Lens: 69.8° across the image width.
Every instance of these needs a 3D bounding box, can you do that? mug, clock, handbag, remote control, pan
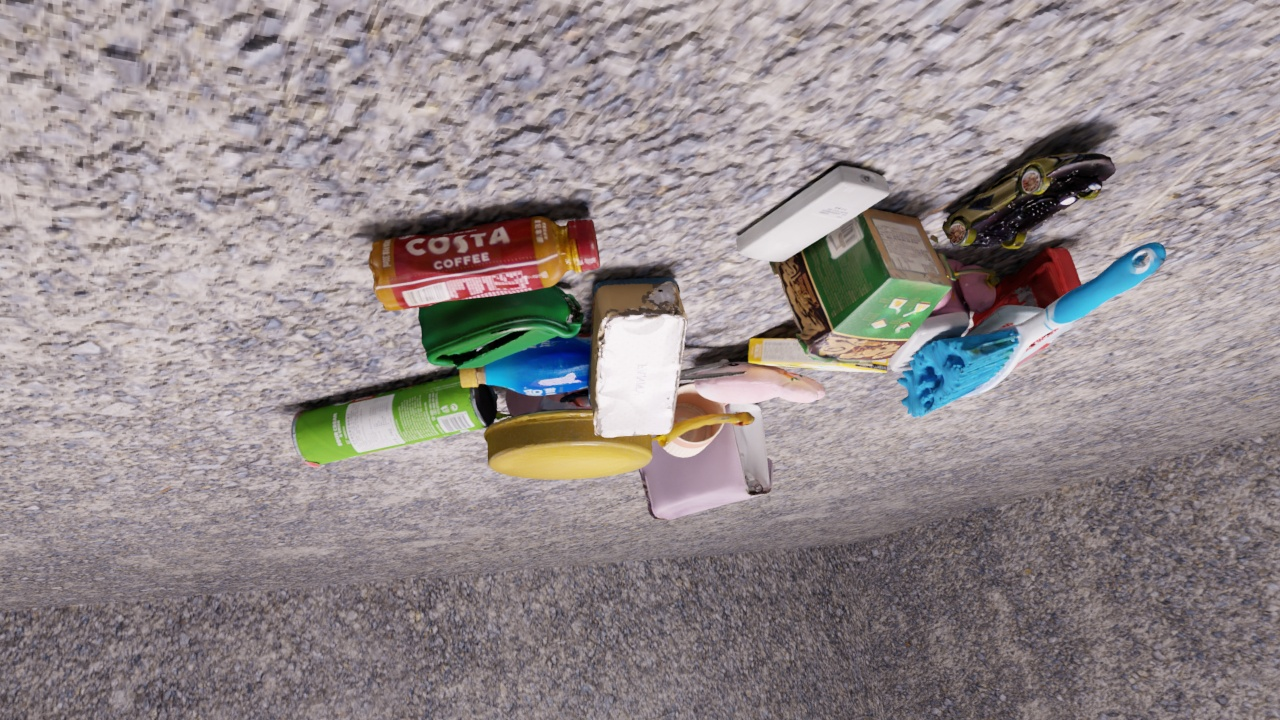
[{"bbox_3d":[0.078,0.077,1.266,0.114,0.081,0.106,-35,170,-15],"label":"mug"},{"bbox_3d":[0.297,-0.063,0.952,0.117,0.059,0.159,0,159,-25],"label":"clock"},{"bbox_3d":[-0.131,-0.039,0.842,0.132,0.068,0.120,-18,167,25],"label":"handbag"},{"bbox_3d":[0.299,-0.019,0.958,0.056,0.020,0.136,-10,162,0],"label":"remote control"},{"bbox_3d":[0.094,0.153,1.380,0.198,0.144,0.098,-22,155,39],"label":"handbag"},{"bbox_3d":[0.141,-0.121,0.774,0.056,0.019,0.135,4,158,-34],"label":"remote control"},{"bbox_3d":[-0.011,0.091,1.105,0.356,0.078,0.198,6,160,-26],"label":"pan"}]

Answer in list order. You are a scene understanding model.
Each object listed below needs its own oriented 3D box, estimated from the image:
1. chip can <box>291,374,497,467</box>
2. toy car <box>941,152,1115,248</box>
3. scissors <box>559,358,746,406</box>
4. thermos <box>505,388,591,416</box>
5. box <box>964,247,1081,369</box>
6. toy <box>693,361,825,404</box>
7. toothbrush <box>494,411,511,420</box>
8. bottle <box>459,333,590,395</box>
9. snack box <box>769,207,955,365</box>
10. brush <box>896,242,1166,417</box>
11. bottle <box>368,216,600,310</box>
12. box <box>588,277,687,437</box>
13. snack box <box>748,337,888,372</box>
[{"bbox_3d":[-0.287,0.069,1.075,0.236,0.072,0.072,-13,161,13],"label":"chip can"},{"bbox_3d":[0.324,-0.135,0.775,0.070,0.042,0.158,0,161,-25],"label":"toy car"},{"bbox_3d":[0.009,0.023,1.047,0.223,0.015,0.188,-4,-171,26],"label":"scissors"},{"bbox_3d":[-0.083,0.064,1.147,0.087,0.067,0.198,12,172,29],"label":"thermos"},{"bbox_3d":[0.385,-0.040,0.998,0.101,0.095,0.202,-8,162,-7],"label":"box"},{"bbox_3d":[0.144,0.029,1.126,0.160,0.054,0.121,6,-176,19],"label":"toy"},{"bbox_3d":[-0.127,0.076,1.264,0.185,0.012,0.017,1,166,-26],"label":"toothbrush"},{"bbox_3d":[-0.082,0.003,0.977,0.218,0.065,0.065,-7,162,-5],"label":"bottle"},{"bbox_3d":[0.201,-0.073,0.822,0.117,0.118,0.106,3,146,-33],"label":"snack box"},{"bbox_3d":[0.350,-0.023,0.865,0.109,0.060,0.315,-13,161,-12],"label":"brush"},{"bbox_3d":[-0.120,-0.079,0.724,0.175,0.057,0.057,-8,162,0],"label":"bottle"},{"bbox_3d":[-0.005,0.005,0.908,0.089,0.061,0.185,-1,135,-10],"label":"box"},{"bbox_3d":[0.203,-0.006,1.058,0.086,0.033,0.141,7,175,-39],"label":"snack box"}]
